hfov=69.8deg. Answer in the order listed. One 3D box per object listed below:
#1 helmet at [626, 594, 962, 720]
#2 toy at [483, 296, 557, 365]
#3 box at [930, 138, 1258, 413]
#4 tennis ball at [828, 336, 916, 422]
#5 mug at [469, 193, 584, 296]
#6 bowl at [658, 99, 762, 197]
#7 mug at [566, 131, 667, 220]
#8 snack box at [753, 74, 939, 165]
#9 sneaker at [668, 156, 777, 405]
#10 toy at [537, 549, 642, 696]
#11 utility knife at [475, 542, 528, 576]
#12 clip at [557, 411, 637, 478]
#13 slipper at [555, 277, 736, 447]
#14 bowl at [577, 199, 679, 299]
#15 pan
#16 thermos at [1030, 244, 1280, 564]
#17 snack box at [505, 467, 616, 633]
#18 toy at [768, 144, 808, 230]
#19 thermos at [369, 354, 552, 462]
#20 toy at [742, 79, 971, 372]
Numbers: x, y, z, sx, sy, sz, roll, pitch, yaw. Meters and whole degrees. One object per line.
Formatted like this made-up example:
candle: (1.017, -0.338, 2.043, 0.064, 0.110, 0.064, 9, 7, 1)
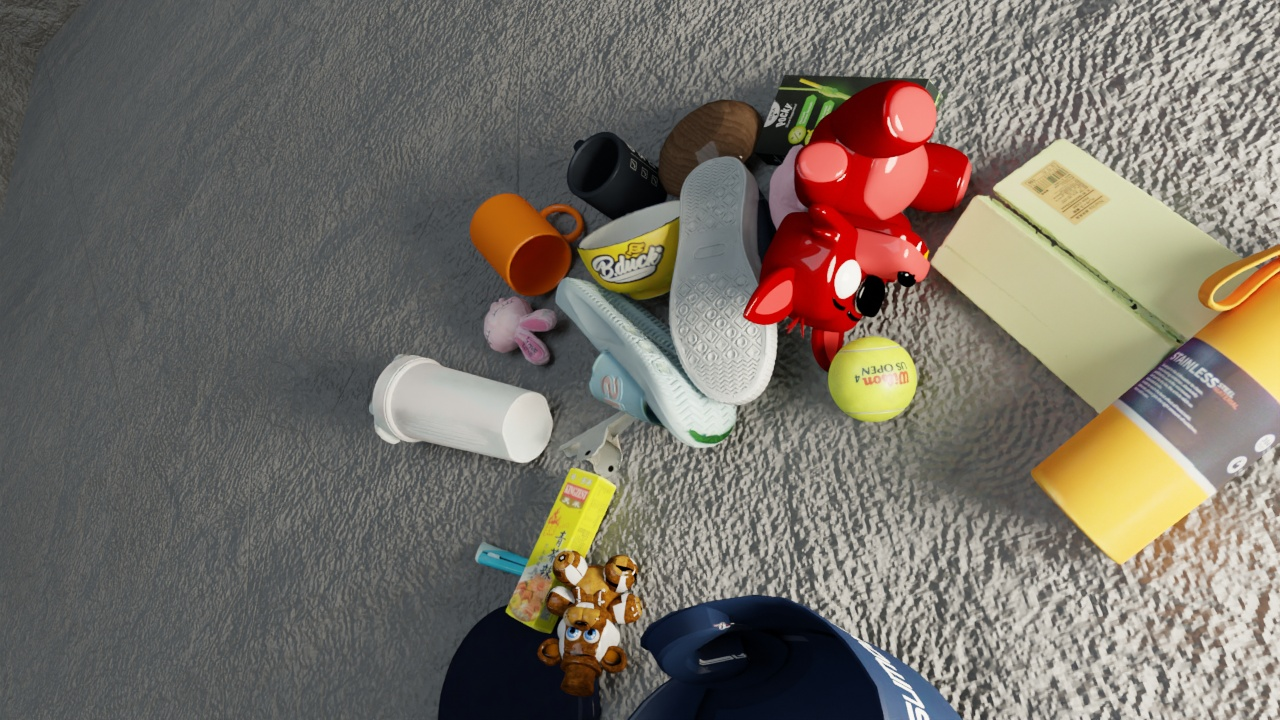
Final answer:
helmet: (0.081, 0.288, 0.559, 0.273, 0.223, 0.232, -32, 40, 14)
toy: (-0.133, -0.036, 0.986, 0.110, 0.047, 0.063, 18, 93, 39)
box: (0.308, -0.065, 0.641, 0.141, 0.047, 0.187, -44, 50, 14)
tennis ball: (0.176, 0.014, 0.698, 0.065, 0.065, 0.065, -16, 63, 34)
mug: (-0.117, -0.136, 1.002, 0.112, 0.078, 0.096, -34, 48, -11)
bowl: (0.060, -0.213, 0.890, 0.118, 0.030, 0.117, -26, 43, 26)
mug: (-0.031, -0.192, 0.944, 0.071, 0.077, 0.105, -49, 49, 13)
snack box: (0.179, -0.209, 0.814, 0.148, 0.025, 0.080, 18, 84, 42)
sneaker: (0.082, -0.065, 0.794, 0.089, 0.087, 0.235, -11, 64, 27)
toy: (-0.044, 0.227, 0.790, 0.087, 0.067, 0.112, 3, 51, 12)
utility knife: (-0.116, 0.200, 0.897, 0.124, 0.015, 0.022, 4, 53, 39)
clip: (-0.037, 0.084, 0.879, 0.102, 0.040, 0.054, -32, 36, 27)
slipper: (-0.005, 0.005, 0.830, 0.245, 0.104, 0.074, 46, 115, 40)
bowl: (0.006, -0.100, 0.870, 0.117, 0.068, 0.117, -19, 20, 7)
pan: (-0.060, 0.334, 0.794, 0.357, 0.021, 0.198, 10, 79, 41)
thermos: (0.345, 0.015, 0.542, 0.233, 0.091, 0.076, -46, 29, 16)
snack box: (-0.073, 0.174, 0.849, 0.040, 0.029, 0.147, 13, 73, 42)
toy: (0.136, -0.141, 0.780, 0.053, 0.096, 0.099, -8, 63, 4)
thermos: (-0.198, 0.053, 0.972, 0.221, 0.099, 0.099, 10, 79, 38)
toy: (0.162, -0.096, 0.694, 0.121, 0.158, 0.197, 25, 90, 36)
